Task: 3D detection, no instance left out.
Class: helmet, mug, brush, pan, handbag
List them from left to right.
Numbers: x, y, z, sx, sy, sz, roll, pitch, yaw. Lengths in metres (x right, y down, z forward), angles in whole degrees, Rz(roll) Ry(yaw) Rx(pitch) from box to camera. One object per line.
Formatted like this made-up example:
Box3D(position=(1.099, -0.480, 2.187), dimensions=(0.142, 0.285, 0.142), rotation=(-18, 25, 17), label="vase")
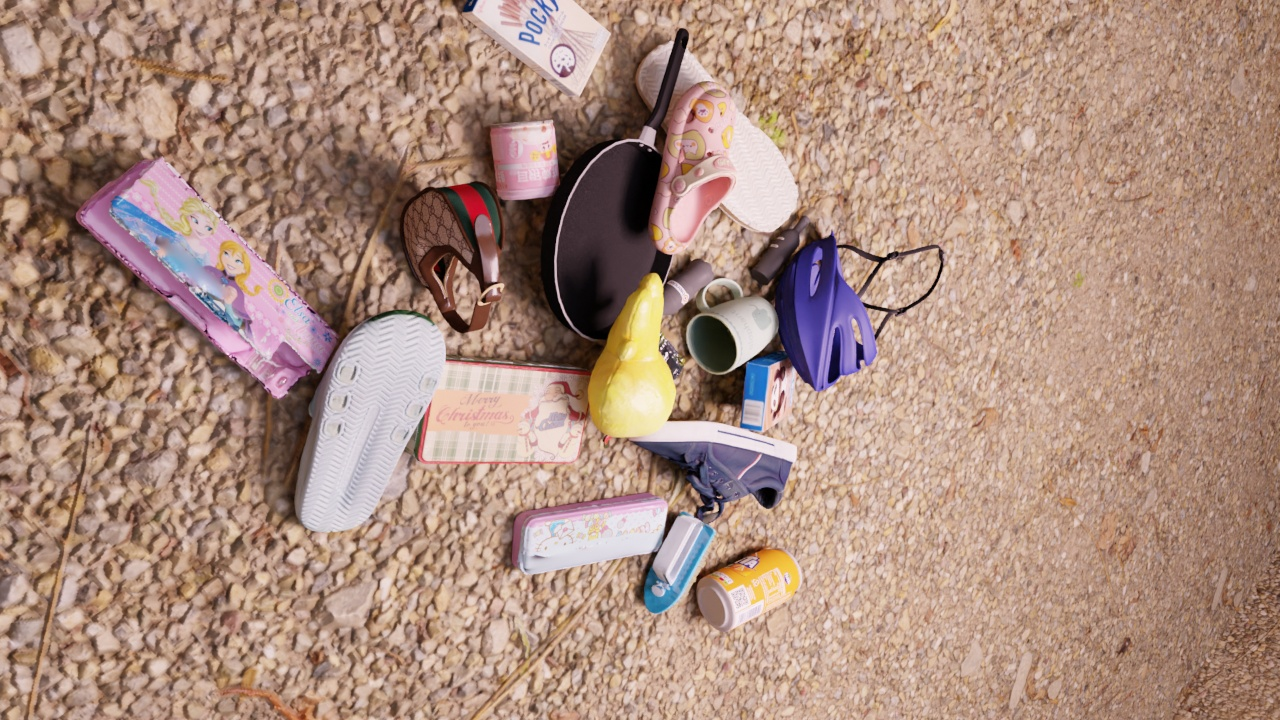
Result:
Box3D(position=(-0.172, -0.096, 0.876), dimensions=(0.063, 0.167, 0.138), rotation=(-18, 95, -33), label="handbag")
Box3D(position=(-0.012, -0.196, 1.020), dimensions=(0.225, 0.034, 0.356), rotation=(13, 95, -58), label="pan")
Box3D(position=(0.043, 0.267, 1.194), dimensions=(0.136, 0.055, 0.075), rotation=(-62, 150, -1), label="brush")
Box3D(position=(0.116, -0.052, 1.173), dimensions=(0.103, 0.084, 0.111), rotation=(-28, 91, -39), label="mug")
Box3D(position=(0.290, -0.074, 1.201), dimensions=(0.148, 0.228, 0.241), rotation=(60, 26, -53), label="helmet")

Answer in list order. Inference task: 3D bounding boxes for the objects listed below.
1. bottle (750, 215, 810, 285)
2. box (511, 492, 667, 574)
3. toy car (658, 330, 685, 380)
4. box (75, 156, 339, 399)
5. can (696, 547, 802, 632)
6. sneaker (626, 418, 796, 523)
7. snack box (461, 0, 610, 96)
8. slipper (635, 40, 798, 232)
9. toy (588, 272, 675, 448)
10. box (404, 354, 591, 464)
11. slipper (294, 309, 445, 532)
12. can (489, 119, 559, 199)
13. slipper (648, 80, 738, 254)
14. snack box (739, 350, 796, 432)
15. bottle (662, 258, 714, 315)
Box3D(position=(0.192, -0.152, 1.232), dimensions=(0.112, 0.030, 0.030), rotation=(-51, 126, -16), label="bottle")
Box3D(position=(-0.058, 0.211, 1.126), dimensions=(0.213, 0.036, 0.076), rotation=(-2, 102, -37), label="box")
Box3D(position=(0.021, -0.009, 1.137), dimensions=(0.038, 0.027, 0.090), rotation=(-50, 128, -13), label="toy car")
Box3D(position=(-0.362, -0.065, 0.797), dimensions=(0.084, 0.077, 0.230), rotation=(-49, 125, -18), label="box")
Box3D(position=(0.153, 0.319, 1.287), dimensions=(0.142, 0.079, 0.079), rotation=(-16, 110, -34), label="can")
Box3D(position=(0.088, 0.144, 1.180), dimensions=(0.294, 0.121, 0.127), rotation=(20, 76, -42), label="sneaker")
Box3D(position=(-0.106, -0.351, 0.956), dimensions=(0.150, 0.026, 0.082), rotation=(29, 84, -39), label="snack box")
Box3D(position=(0.091, -0.265, 1.113), dimensions=(0.272, 0.054, 0.114), rotation=(43, 76, -28), label="slipper")
Box3D(position=(-0.006, 0.006, 1.024), dimensions=(0.133, 0.092, 0.208), rotation=(-55, 151, -57), label="toy")
Box3D(position=(-0.152, 0.056, 1.008), dimensions=(0.205, 0.050, 0.117), rotation=(7, 96, -38), label="box")
Box3D(position=(-0.277, 0.057, 0.899), dimensions=(0.104, 0.074, 0.246), rotation=(14, 109, -38), label="slipper")
Box3D(position=(-0.119, -0.209, 0.954), dimensions=(0.067, 0.067, 0.076), rotation=(-16, 110, -34), label="can")
Box3D(position=(0.074, -0.210, 1.034), dimensions=(0.093, 0.081, 0.197), rotation=(3, 107, -55), label="slipper")
Box3D(position=(0.173, 0.038, 1.221), dimensions=(0.151, 0.034, 0.087), rotation=(-17, 114, -66), label="snack box")
Box3D(position=(0.044, -0.084, 1.131), dimensions=(0.109, 0.036, 0.036), rotation=(-41, 123, -23), label="bottle")
